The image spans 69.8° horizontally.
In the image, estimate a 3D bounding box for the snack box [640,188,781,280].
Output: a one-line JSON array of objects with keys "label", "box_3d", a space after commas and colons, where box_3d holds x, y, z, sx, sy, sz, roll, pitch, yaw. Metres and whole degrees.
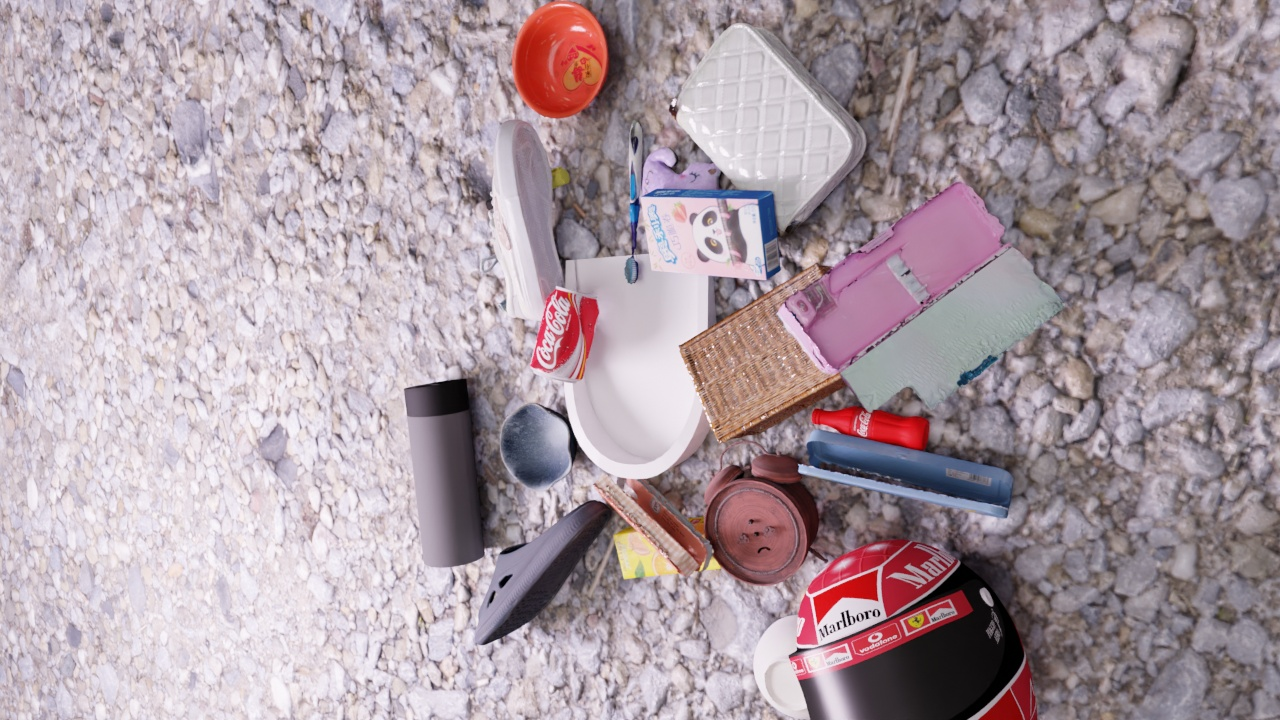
[{"label": "snack box", "box_3d": [0.073, -0.136, 0.978, 0.154, 0.033, 0.088, 9, 119, 39]}]

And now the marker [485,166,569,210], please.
[{"label": "marker", "box_3d": [-0.142, -0.211, 1.137, 0.124, 0.017, 0.021, -14, 90, 31]}]

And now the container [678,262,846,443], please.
[{"label": "container", "box_3d": [0.152, -0.007, 0.951, 0.199, 0.113, 0.112, -31, 77, 27]}]

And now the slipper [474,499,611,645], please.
[{"label": "slipper", "box_3d": [-0.143, 0.258, 1.162, 0.083, 0.110, 0.269, 46, 113, 19]}]

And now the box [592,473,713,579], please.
[{"label": "box", "box_3d": [0.020, 0.183, 1.059, 0.188, 0.063, 0.056, 39, 158, 45]}]

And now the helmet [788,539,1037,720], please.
[{"label": "helmet", "box_3d": [0.247, 0.282, 0.853, 0.198, 0.270, 0.224, -32, 77, 27]}]

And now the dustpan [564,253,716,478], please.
[{"label": "dustpan", "box_3d": [-0.006, 0.006, 1.075, 0.192, 0.053, 0.258, -1, 97, 29]}]

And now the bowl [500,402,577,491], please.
[{"label": "bowl", "box_3d": [-0.119, 0.104, 1.152, 0.110, 0.055, 0.110, 5, 101, 28]}]

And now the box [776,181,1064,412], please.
[{"label": "box", "box_3d": [0.262, -0.049, 0.850, 0.230, 0.035, 0.159, -34, 80, -14]}]

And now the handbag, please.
[{"label": "handbag", "box_3d": [0.133, -0.241, 0.950, 0.195, 0.072, 0.139, 52, 126, 12]}]

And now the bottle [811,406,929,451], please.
[{"label": "bottle", "box_3d": [0.238, 0.068, 0.958, 0.119, 0.036, 0.036, 9, 102, 28]}]

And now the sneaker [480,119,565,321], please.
[{"label": "sneaker", "box_3d": [-0.154, -0.162, 1.097, 0.091, 0.089, 0.242, 2, 112, 26]}]

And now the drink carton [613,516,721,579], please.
[{"label": "drink carton", "box_3d": [0.038, 0.222, 1.090, 0.135, 0.042, 0.058, -14, 90, 30]}]

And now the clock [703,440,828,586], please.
[{"label": "clock", "box_3d": [0.133, 0.165, 1.012, 0.121, 0.072, 0.157, -23, 87, 30]}]

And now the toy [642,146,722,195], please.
[{"label": "toy", "box_3d": [0.045, -0.198, 1.024, 0.100, 0.036, 0.080, 7, 102, 30]}]

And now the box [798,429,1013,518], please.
[{"label": "box", "box_3d": [0.264, 0.129, 0.932, 0.210, 0.058, 0.068, 12, 144, 27]}]

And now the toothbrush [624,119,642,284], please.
[{"label": "toothbrush", "box_3d": [-0.009, -0.183, 1.059, 0.016, 0.017, 0.189, 3, 93, 28]}]

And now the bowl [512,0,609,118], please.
[{"label": "bowl", "box_3d": [-0.084, -0.347, 1.067, 0.131, 0.045, 0.130, 5, 100, 28]}]

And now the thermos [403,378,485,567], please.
[{"label": "thermos", "box_3d": [-0.261, 0.146, 1.222, 0.082, 0.082, 0.240, -1, 97, 29]}]

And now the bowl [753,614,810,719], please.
[{"label": "bowl", "box_3d": [0.176, 0.348, 1.022, 0.114, 0.063, 0.113, 5, 100, 28]}]

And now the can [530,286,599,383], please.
[{"label": "can", "box_3d": [-0.087, -0.030, 1.075, 0.064, 0.064, 0.105, 17, 95, 26]}]
